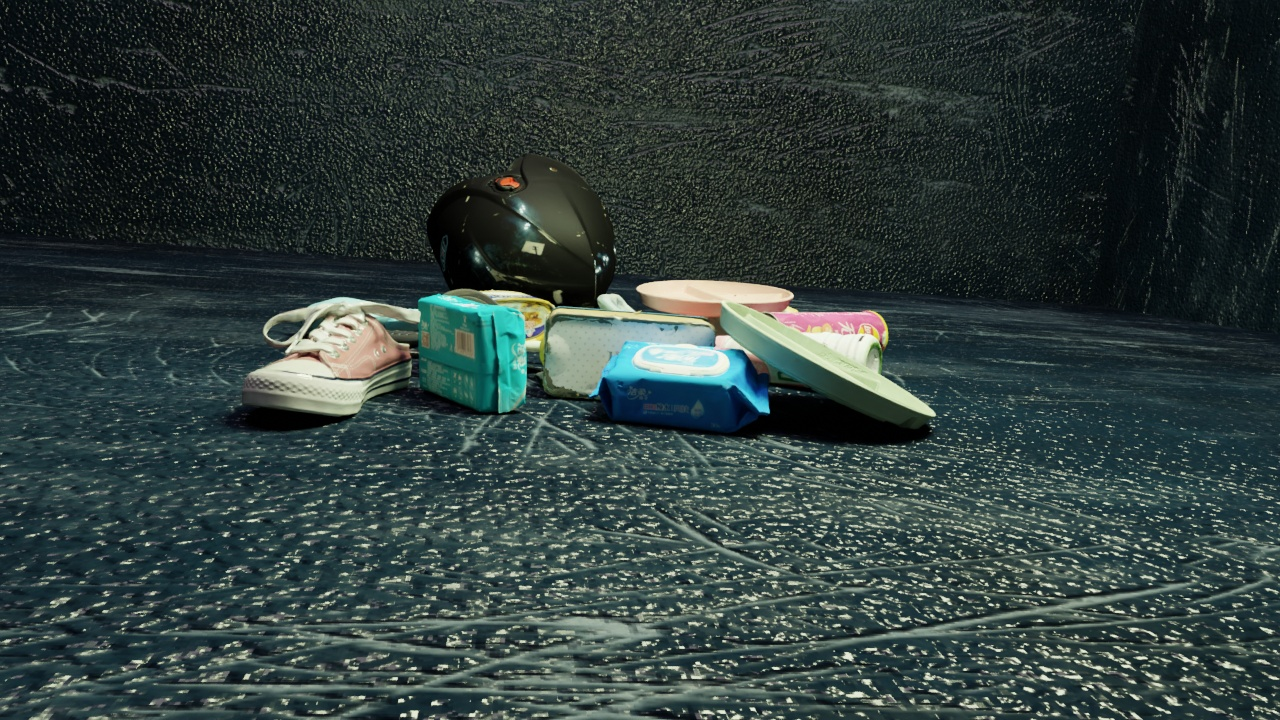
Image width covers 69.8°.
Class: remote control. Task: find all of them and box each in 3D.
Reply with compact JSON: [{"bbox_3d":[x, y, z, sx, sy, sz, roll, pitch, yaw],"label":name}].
[{"bbox_3d":[-0.311,-0.024,1.098,0.136,0.024,0.053,3,8,9],"label":"remote control"}]

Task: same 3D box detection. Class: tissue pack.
[{"bbox_3d":[-0.157,-0.008,0.838,0.050,0.093,0.134,-9,16,-41],"label":"tissue pack"},{"bbox_3d":[0.040,0.020,0.823,0.157,0.052,0.094,6,23,10],"label":"tissue pack"}]

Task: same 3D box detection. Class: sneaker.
[{"bbox_3d":[-0.262,-0.008,0.796,0.118,0.088,0.240,6,8,8],"label":"sneaker"}]

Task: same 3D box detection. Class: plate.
[{"bbox_3d":[0.175,0.005,0.888,0.230,0.027,0.230,25,10,-5],"label":"plate"},{"bbox_3d":[0.108,-0.091,1.347,0.229,0.028,0.229,2,12,-1],"label":"plate"}]

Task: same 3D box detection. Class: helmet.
[{"bbox_3d":[-0.167,-0.150,1.315,0.274,0.234,0.229,4,39,-15],"label":"helmet"}]

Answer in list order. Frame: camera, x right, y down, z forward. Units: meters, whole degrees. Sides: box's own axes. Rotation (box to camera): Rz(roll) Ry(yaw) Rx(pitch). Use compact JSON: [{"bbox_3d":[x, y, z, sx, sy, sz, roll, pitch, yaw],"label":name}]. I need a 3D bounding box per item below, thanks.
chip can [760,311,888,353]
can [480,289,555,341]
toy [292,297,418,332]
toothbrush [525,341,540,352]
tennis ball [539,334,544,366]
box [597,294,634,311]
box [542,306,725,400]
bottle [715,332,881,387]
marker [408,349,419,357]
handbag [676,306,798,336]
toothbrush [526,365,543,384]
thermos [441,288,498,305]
[{"bbox_3d":[0.248,-0.033,1.280,0.210,0.071,0.071,-3,11,-35],"label":"chip can"},{"bbox_3d":[-0.174,-0.050,1.171,0.147,0.075,0.049,-3,14,-43],"label":"can"},{"bbox_3d":[-0.357,-0.053,1.166,0.162,0.049,0.156,-5,-9,19],"label":"toy"},{"bbox_3d":[-0.115,-0.019,1.083,0.190,0.020,0.029,2,26,10],"label":"toothbrush"},{"bbox_3d":[-0.075,-0.010,0.980,0.065,0.065,0.065,4,9,-1],"label":"tennis ball"},{"bbox_3d":[0.017,-0.038,1.177,0.160,0.063,0.201,24,4,2],"label":"box"},{"bbox_3d":[-0.005,-0.005,0.910,0.184,0.090,0.063,6,8,-7],"label":"box"},{"bbox_3d":[0.175,-0.003,1.066,0.197,0.068,0.068,6,8,32],"label":"bottle"},{"bbox_3d":[-0.303,-0.011,1.050,0.123,0.015,0.018,4,10,-17],"label":"marker"},{"bbox_3d":[0.140,-0.063,1.426,0.163,0.063,0.179,0,15,-16],"label":"handbag"},{"bbox_3d":[-0.139,0.007,1.017,0.017,0.014,0.189,-24,20,-27],"label":"toothbrush"},{"bbox_3d":[-0.195,-0.029,1.001,0.093,0.093,0.143,2,0,-15],"label":"thermos"}]
